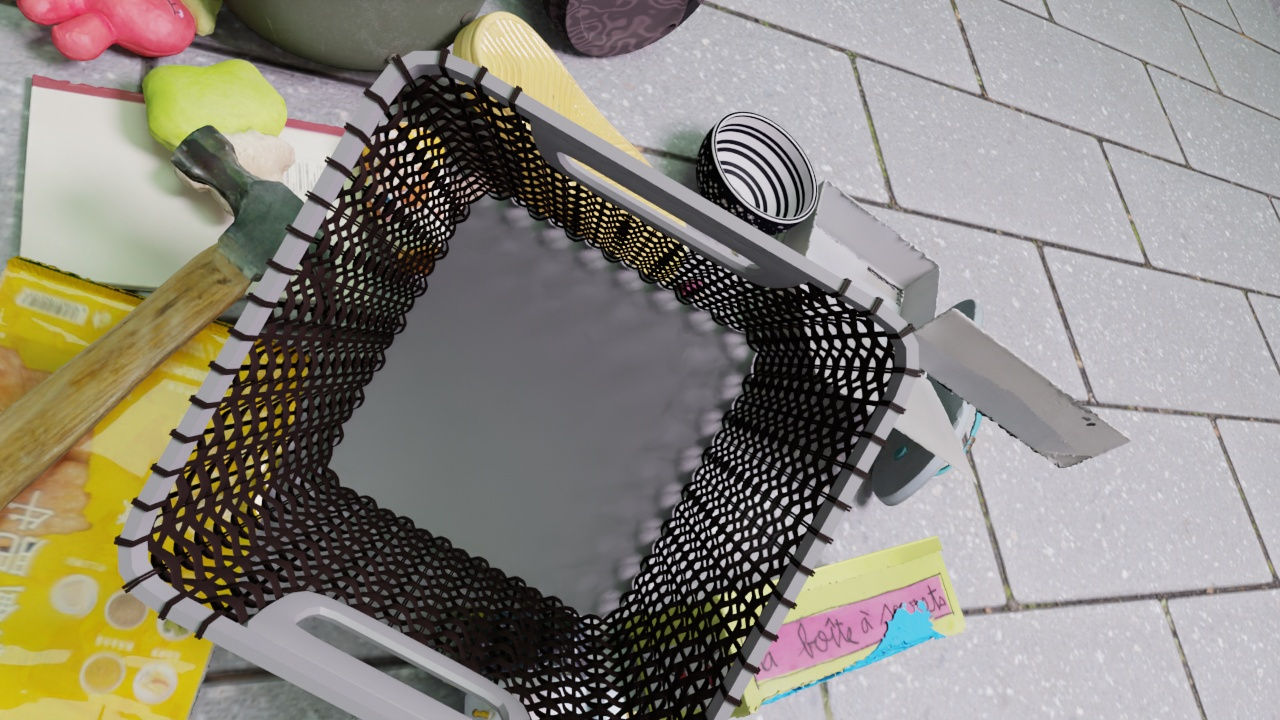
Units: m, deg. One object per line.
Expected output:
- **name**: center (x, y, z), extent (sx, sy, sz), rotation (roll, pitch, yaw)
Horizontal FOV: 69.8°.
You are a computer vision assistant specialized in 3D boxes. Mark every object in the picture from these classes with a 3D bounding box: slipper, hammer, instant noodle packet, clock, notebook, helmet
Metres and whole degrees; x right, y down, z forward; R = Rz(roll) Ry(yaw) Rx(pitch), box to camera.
- **slipper**: center (-0.063, -0.155, 0.745), extent (0.263, 0.079, 0.099), rotation (50, 50, -29)
- **hammer**: center (-0.284, 0.027, 0.451), extent (0.132, 0.033, 0.329), rotation (45, 61, -12)
- **slipper**: center (0.292, 0.038, 0.865), extent (0.054, 0.098, 0.267), rotation (39, 51, -9)
- **instant noodle packet**: center (-0.293, 0.080, 0.490), extent (0.163, 0.084, 0.221), rotation (21, 63, -23)
- **clock**: center (-0.055, 0.227, 0.557), extent (0.117, 0.083, 0.057), rotation (10, 55, -27)
- **notebook**: center (-0.292, -0.112, 0.622), extent (0.208, 0.012, 0.153), rotation (3, 64, -32)
- **helmet**: center (-0.210, -0.306, 0.679), extent (0.267, 0.154, 0.227), rotation (-15, 68, -35)

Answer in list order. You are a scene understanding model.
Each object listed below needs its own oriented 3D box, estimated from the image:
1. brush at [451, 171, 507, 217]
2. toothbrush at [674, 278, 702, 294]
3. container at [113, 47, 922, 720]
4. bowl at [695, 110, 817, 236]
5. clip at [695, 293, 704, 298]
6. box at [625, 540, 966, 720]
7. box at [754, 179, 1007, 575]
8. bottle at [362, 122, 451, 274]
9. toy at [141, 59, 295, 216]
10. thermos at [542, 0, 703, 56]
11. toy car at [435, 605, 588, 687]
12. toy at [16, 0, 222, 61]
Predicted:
- **brush**: center (-0.108, -0.084, 0.727), extent (0.049, 0.015, 0.135), rotation (-25, 87, -37)
- **toothbrush**: center (-0.018, -0.040, 0.757), extent (0.189, 0.017, 0.016), rotation (-22, 81, -38)
- **container**: center (-0.053, 0.034, 0.480), extent (0.247, 0.243, 0.245), rotation (29, 89, -4)
- **bowl**: center (0.099, -0.165, 0.864), extent (0.120, 0.067, 0.120), rotation (15, 60, -26)
- **clip**: center (0.036, -0.040, 0.788), extent (0.060, 0.025, 0.045), rotation (-24, 81, -35)
- **box**: center (0.115, 0.190, 0.660), extent (0.220, 0.125, 0.079), rotation (-8, 73, -34)
- **box**: center (0.189, 0.004, 0.790), extent (0.166, 0.109, 0.417), rotation (32, 38, -15)
- **bottle**: center (-0.168, -0.117, 0.671), extent (0.063, 0.063, 0.109), rotation (-2, 68, -34)
- **toy**: center (-0.276, -0.149, 0.615), extent (0.092, 0.043, 0.117), rotation (-21, 81, -41)
- **thermos**: center (-0.047, -0.424, 0.846), extent (0.172, 0.173, 0.226), rotation (-17, 70, -37)
- **toy car**: center (-0.083, 0.186, 0.590), extent (0.105, 0.033, 0.048), rotation (13, 62, -30)
- **toy**: center (-0.353, -0.247, 0.629), extent (0.091, 0.045, 0.134), rotation (47, 45, -1)
